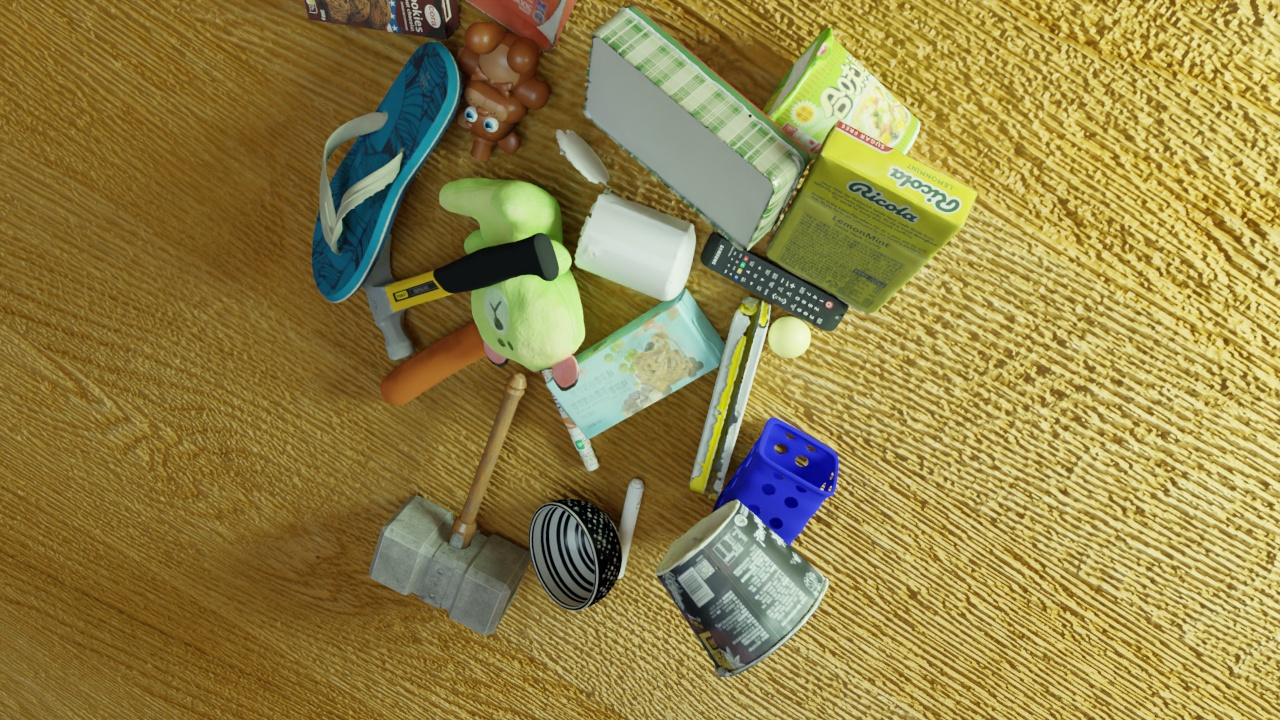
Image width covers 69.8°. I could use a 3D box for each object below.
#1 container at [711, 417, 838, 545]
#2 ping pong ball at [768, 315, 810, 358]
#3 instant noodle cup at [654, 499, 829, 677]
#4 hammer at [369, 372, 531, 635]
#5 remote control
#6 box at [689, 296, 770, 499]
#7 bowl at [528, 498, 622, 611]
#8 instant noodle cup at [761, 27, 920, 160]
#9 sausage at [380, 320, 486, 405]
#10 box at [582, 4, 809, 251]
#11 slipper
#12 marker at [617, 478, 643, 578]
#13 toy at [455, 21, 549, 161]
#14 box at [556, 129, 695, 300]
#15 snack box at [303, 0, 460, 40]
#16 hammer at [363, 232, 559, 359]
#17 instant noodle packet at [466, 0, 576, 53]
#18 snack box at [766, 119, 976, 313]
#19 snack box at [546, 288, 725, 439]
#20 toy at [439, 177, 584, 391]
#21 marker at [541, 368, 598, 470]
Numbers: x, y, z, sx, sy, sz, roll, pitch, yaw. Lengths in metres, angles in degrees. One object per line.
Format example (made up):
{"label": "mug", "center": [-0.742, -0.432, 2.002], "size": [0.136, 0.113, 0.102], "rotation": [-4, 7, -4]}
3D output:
{"label": "container", "center": [0.132, 0.134, 0.919], "size": [0.084, 0.084, 0.114], "rotation": [30, 119, 2]}
{"label": "ping pong ball", "center": [0.141, -0.022, 0.870], "size": [0.040, 0.040, 0.040], "rotation": [6, 115, 14]}
{"label": "instant noodle cup", "center": [0.087, 0.202, 0.849], "size": [0.138, 0.137, 0.112], "rotation": [-41, 89, 27]}
{"label": "hammer", "center": [-0.180, 0.143, 1.016], "size": [0.163, 0.082, 0.318], "rotation": [26, 118, 4]}
{"label": "remote control", "center": [0.124, -0.074, 0.861], "size": [0.147, 0.015, 0.033], "rotation": [29, 120, 6]}
{"label": "box", "center": [0.090, 0.040, 0.900], "size": [0.037, 0.064, 0.210], "rotation": [17, 117, 9]}
{"label": "bowl", "center": [-0.062, 0.208, 1.013], "size": [0.120, 0.066, 0.120], "rotation": [13, 107, 46]}
{"label": "instant noodle cup", "center": [0.165, -0.200, 0.757], "size": [0.108, 0.098, 0.099], "rotation": [34, 119, -10]}
{"label": "sausage", "center": [-0.221, 0.004, 0.988], "size": [0.165, 0.044, 0.039], "rotation": [-28, 78, 26]}
{"label": "box", "center": [0.040, -0.192, 0.769], "size": [0.205, 0.050, 0.118], "rotation": [43, 160, 12]}
{"label": "slipper", "center": [-0.267, -0.181, 0.881], "size": [0.296, 0.060, 0.118], "rotation": [-49, 55, 30]}
{"label": "marker", "center": [-0.016, 0.189, 1.024], "size": [0.017, 0.020, 0.134], "rotation": [21, 118, 17]}
{"label": "toy", "center": [-0.136, -0.242, 0.842], "size": [0.095, 0.065, 0.128], "rotation": [29, 124, 6]}
{"label": "box", "center": [-0.019, -0.135, 0.847], "size": [0.156, 0.084, 0.126], "rotation": [20, 118, 4]}
{"label": "snack box", "center": [-0.239, -0.333, 0.838], "size": [0.141, 0.031, 0.051], "rotation": [12, 137, 11]}
{"label": "hammer", "center": [-0.181, -0.076, 0.868], "size": [0.324, 0.029, 0.127], "rotation": [-8, 104, 50]}
{"label": "instant noodle packet", "center": [-0.102, -0.396, 0.774], "size": [0.164, 0.083, 0.222], "rotation": [33, 130, -1]}
{"label": "snack box", "center": [0.182, -0.112, 0.766], "size": [0.121, 0.045, 0.181], "rotation": [28, 159, 3]}
{"label": "snack box", "center": [-0.005, 0.005, 0.920], "size": [0.175, 0.053, 0.075], "rotation": [-31, 101, 25]}
{"label": "toy", "center": [-0.112, -0.082, 0.884], "size": [0.150, 0.107, 0.197], "rotation": [13, 127, 41]}
{"label": "marker", "center": [-0.079, 0.053, 0.983], "size": [0.017, 0.017, 0.145], "rotation": [-16, 108, 22]}
